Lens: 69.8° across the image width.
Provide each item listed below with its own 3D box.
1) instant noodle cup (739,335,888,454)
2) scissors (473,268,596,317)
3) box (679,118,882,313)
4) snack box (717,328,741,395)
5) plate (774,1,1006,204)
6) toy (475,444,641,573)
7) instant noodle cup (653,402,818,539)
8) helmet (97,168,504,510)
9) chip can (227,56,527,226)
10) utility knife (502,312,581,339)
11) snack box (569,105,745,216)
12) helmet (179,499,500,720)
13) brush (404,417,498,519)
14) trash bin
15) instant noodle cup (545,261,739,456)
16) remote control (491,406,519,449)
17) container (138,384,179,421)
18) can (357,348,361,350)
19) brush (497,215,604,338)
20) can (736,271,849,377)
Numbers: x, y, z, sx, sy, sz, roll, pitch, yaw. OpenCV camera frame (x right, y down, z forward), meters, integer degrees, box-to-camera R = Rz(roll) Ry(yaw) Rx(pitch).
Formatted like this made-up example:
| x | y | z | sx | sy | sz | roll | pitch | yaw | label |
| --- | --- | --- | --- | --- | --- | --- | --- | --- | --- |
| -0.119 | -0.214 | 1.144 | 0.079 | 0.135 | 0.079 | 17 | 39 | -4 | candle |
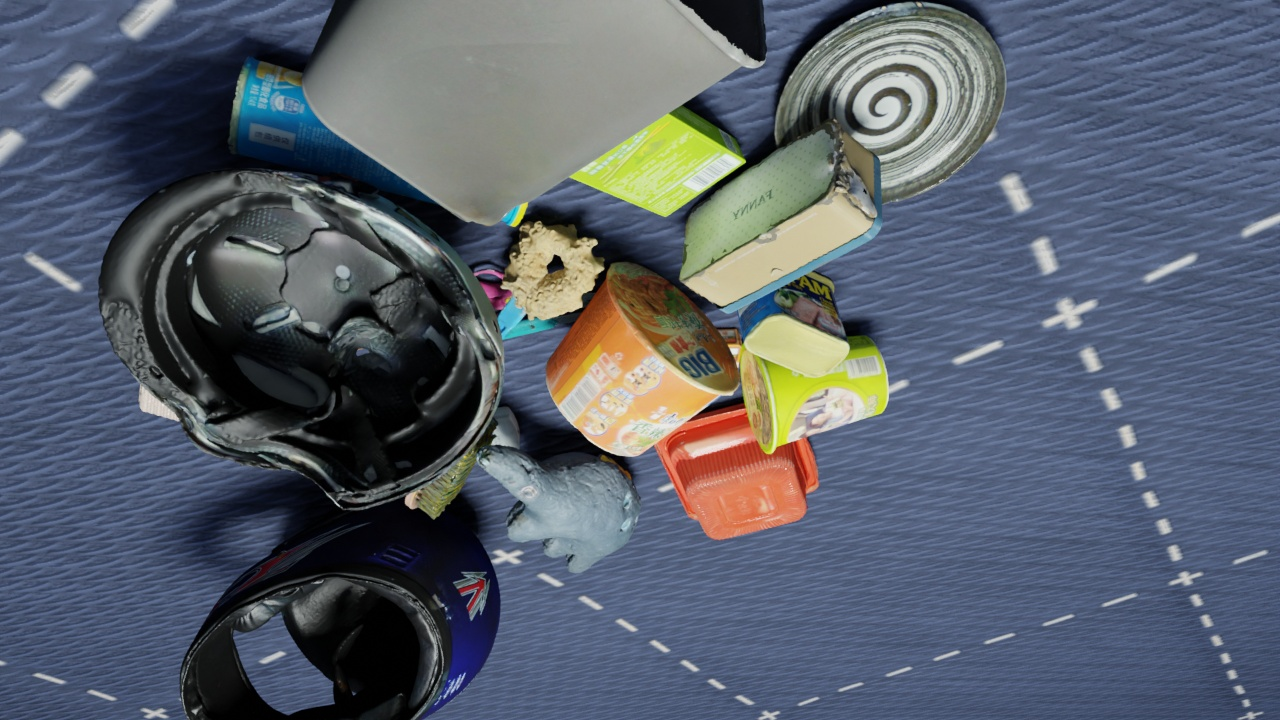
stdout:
| x | y | z | sx | sy | sz | roll | pitch | yaw | label |
| --- | --- | --- | --- | --- | --- | --- | --- | --- | --- |
| 0.172 | 0.025 | 0.900 | 0.123 | 0.111 | 0.112 | -11 | 138 | -7 | instant noodle cup |
| -0.096 | -0.051 | 0.848 | 0.137 | 0.017 | 0.074 | 7 | 138 | -20 | scissors |
| 0.103 | -0.108 | 0.732 | 0.061 | 0.089 | 0.185 | 27 | 146 | -28 | box |
| 0.020 | 0.005 | 0.911 | 0.153 | 0.026 | 0.075 | -2 | 137 | -4 | snack box |
| 0.191 | -0.198 | 0.715 | 0.179 | 0.024 | 0.180 | -3 | 139 | -3 | plate |
| -0.072 | 0.163 | 1.013 | 0.138 | 0.091 | 0.356 | -19 | 149 | 5 | toy |
| 0.113 | 0.128 | 1.018 | 0.165 | 0.079 | 0.189 | -17 | 134 | 10 | instant noodle cup |
| -0.230 | -0.034 | 0.688 | 0.274 | 0.156 | 0.230 | 30 | 108 | -13 | helmet |
| -0.185 | -0.159 | 0.679 | 0.210 | 0.071 | 0.071 | 12 | 134 | -18 | chip can |
| -0.135 | -0.025 | 0.862 | 0.182 | 0.013 | 0.029 | -12 | 160 | 11 | utility knife |
| 0.009 | -0.154 | 0.686 | 0.086 | 0.026 | 0.156 | -31 | 161 | 26 | snack box |
| -0.309 | 0.284 | 1.014 | 0.315 | 0.240 | 0.247 | -21 | 98 | 6 | helmet |
| -0.206 | 0.098 | 0.934 | 0.073 | 0.063 | 0.146 | 37 | 122 | 5 | brush |
| -0.069 | -0.218 | 0.553 | 0.199 | 0.198 | 0.220 | 33 | 132 | -32 | trash bin |
| -0.005 | 0.005 | 0.806 | 0.151 | 0.151 | 0.112 | 29 | 118 | -32 | instant noodle cup |
| -0.203 | 0.082 | 0.971 | 0.150 | 0.021 | 0.058 | -8 | 129 | 1 | remote control |
| -0.380 | 0.008 | 0.827 | 0.111 | 0.089 | 0.090 | 17 | 133 | -18 | container |
| -0.222 | -0.048 | 0.802 | 0.116 | 0.058 | 0.058 | -17 | 136 | 12 | can |
| -0.123 | -0.024 | 0.815 | 0.083 | 0.045 | 0.255 | 39 | 117 | -3 | brush |
| 0.135 | -0.041 | 0.833 | 0.102 | 0.083 | 0.057 | 20 | 131 | -26 | can |
